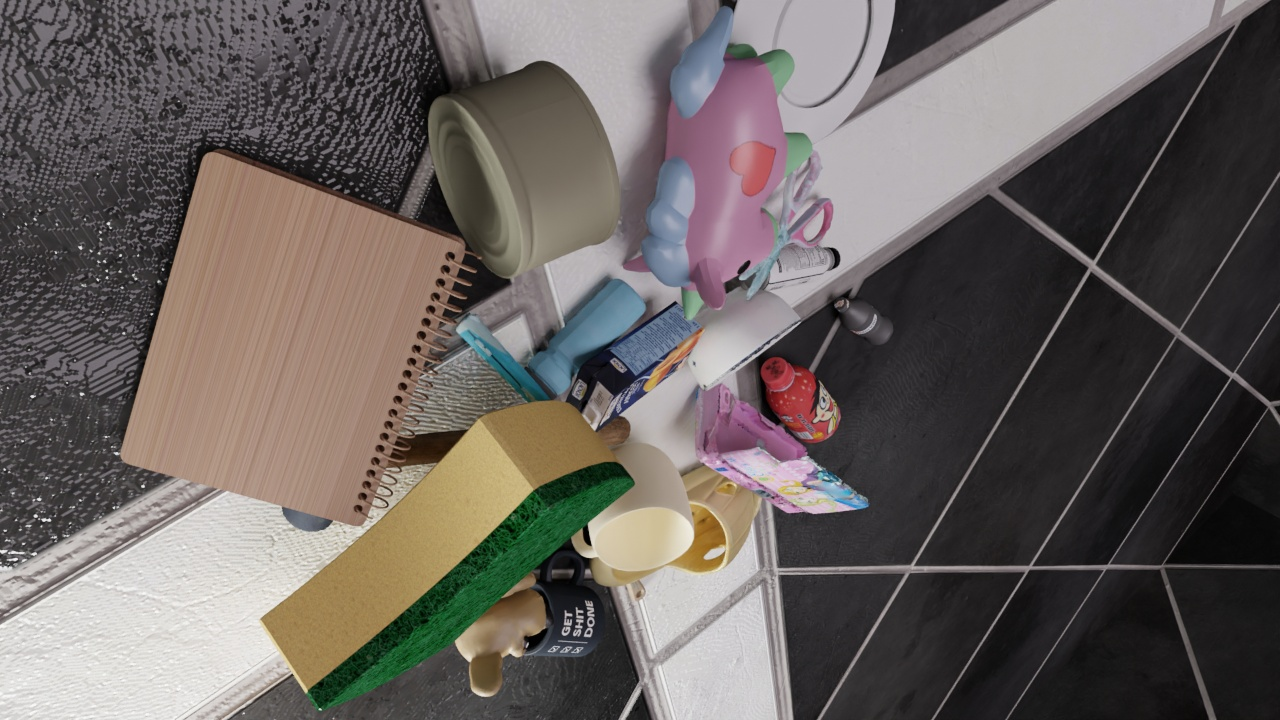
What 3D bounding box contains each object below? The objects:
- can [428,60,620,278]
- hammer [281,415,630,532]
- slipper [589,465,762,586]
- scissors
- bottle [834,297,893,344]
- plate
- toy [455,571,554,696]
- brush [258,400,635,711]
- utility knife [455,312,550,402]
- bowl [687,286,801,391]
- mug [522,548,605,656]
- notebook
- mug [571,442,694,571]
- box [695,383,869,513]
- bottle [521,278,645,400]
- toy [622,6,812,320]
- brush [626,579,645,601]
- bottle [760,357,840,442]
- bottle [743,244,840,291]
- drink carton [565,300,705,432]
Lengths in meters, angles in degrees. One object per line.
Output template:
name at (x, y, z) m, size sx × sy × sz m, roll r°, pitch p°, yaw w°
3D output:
can at (-0.079, -0.125, 0.611) m, size 0.073 × 0.128 × 0.128 m, roll -27°, pitch 133°, yaw -25°
hammer at (-0.123, 0.067, 0.761) m, size 0.321 × 0.040 × 0.130 m, roll -1°, pitch 137°, yaw -48°
slipper at (0.062, 0.180, 0.986) m, size 0.260 × 0.079 × 0.111 m, roll -16°, pitch 120°, yaw -39°
scissors at (0.130, -0.130, 0.849) m, size 0.178 × 0.016 × 0.105 m, roll -42°, pitch 129°, yaw -36°
bottle at (0.251, -0.048, 1.041) m, size 0.109 × 0.036 × 0.036 m, roll 24°, pitch 100°, yaw -49°
plate at (0.157, -0.284, 0.804) m, size 0.208 × 0.015 × 0.209 m, roll -23°, pitch 131°, yaw -30°
toy at (-0.135, 0.225, 0.841) m, size 0.105 × 0.134 × 0.108 m, roll -9°, pitch 97°, yaw -13°
brush at (-0.132, 0.139, 0.690) m, size 0.250 × 0.075 × 0.195 m, roll -42°, pitch 167°, yaw 9°
utility knife at (-0.102, 0.008, 0.737) m, size 0.022 × 0.015 × 0.124 m, roll -26°, pitch 120°, yaw 28°
bowl at (0.089, -0.027, 0.868) m, size 0.113 × 0.063 × 0.113 m, roll -36°, pitch 174°, yaw -5°
mug at (-0.083, 0.242, 0.919) m, size 0.077 × 0.071 × 0.105 m, roll 24°, pitch 73°, yaw -49°
notebook at (-0.216, -0.004, 0.585) m, size 0.169 × 0.022 × 0.211 m, roll 19°, pitch 106°, yaw -15°
mug at (-0.015, 0.137, 0.880) m, size 0.120 × 0.099 × 0.096 m, roll -25°, pitch 132°, yaw 12°
box at (0.157, 0.096, 0.985) m, size 0.230 × 0.106 × 0.086 m, roll 35°, pitch 50°, yaw -49°
bottle at (-0.053, -0.013, 0.781) m, size 0.130 × 0.040 × 0.040 m, roll -45°, pitch 139°, yaw -8°
toy at (0.057, -0.154, 0.739) m, size 0.170 × 0.120 × 0.222 m, roll -39°, pitch 132°, yaw -21°
brush at (-0.018, 0.221, 1.000) m, size 0.038 × 0.012 × 0.151 m, roll -39°, pitch 139°, yaw -17°
bottle at (0.171, 0.039, 1.010) m, size 0.062 × 0.062 × 0.137 m, roll -51°, pitch 140°, yaw -3°
bottle at (0.154, -0.095, 0.915) m, size 0.115 × 0.041 × 0.041 m, roll -13°, pitch 126°, yaw -37°
drink carton at (-0.005, 0.005, 0.801) m, size 0.129 × 0.040 × 0.064 m, roll -36°, pitch 162°, yaw -39°
